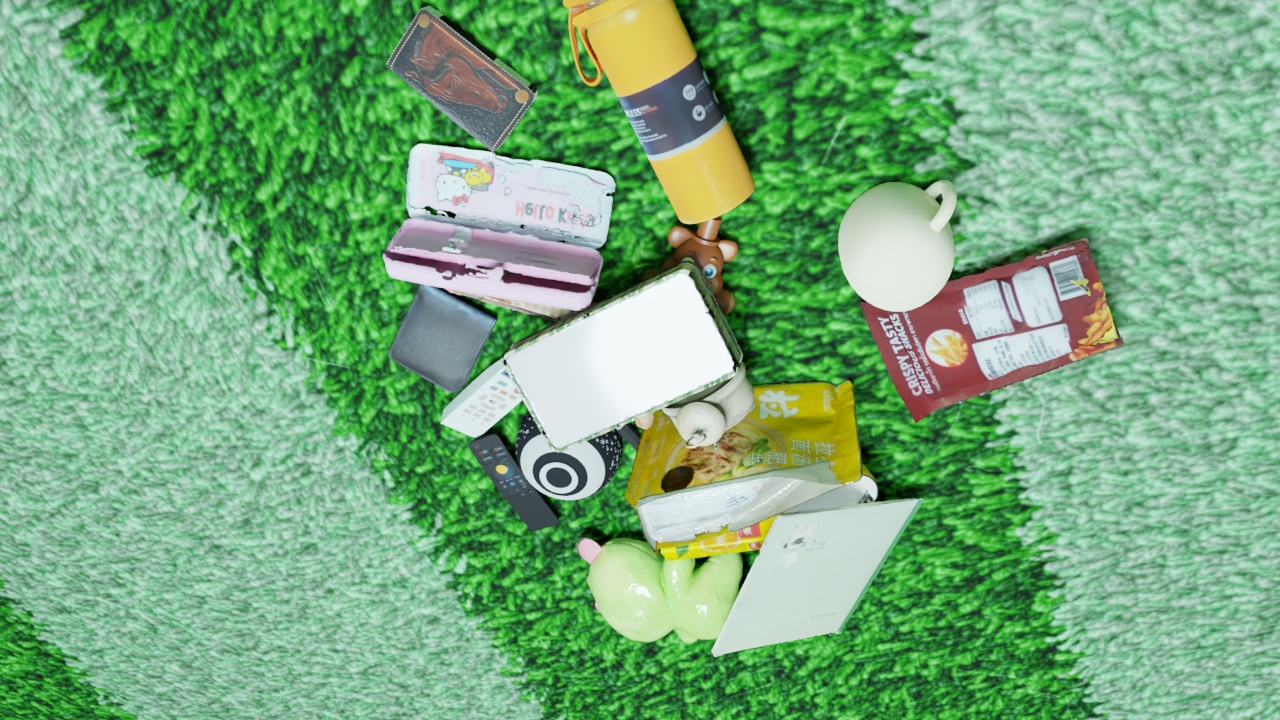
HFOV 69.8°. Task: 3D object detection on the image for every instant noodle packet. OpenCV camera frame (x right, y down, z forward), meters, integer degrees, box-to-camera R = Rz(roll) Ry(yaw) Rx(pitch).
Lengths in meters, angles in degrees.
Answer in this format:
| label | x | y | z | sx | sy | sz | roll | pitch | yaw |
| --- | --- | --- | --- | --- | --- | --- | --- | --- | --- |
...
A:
| label | x | y | z | sx | sy | sz | roll | pitch | yaw |
| --- | --- | --- | --- | --- | --- | --- | --- | --- | --- |
| instant noodle packet | 0.108 | 0.092 | 0.916 | 0.222 | 0.162 | 0.084 | -17 | 116 | 19 |

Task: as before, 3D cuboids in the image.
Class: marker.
| label | x | y | z | sx | sy | sz | roll | pitch | yaw |
| --- | --- | --- | --- | --- | --- | --- | --- | --- | --- |
| marker | 0.018 | 0.114 | 1.030 | 0.124 | 0.017 | 0.021 | 47 | 162 | -19 |

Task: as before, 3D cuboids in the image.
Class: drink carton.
| label | x | y | z | sx | sy | sz | roll | pitch | yaw |
| --- | --- | --- | --- | --- | --- | --- | --- | --- | --- |
| drink carton | 0.090 | 0.186 | 1.029 | 0.135 | 0.058 | 0.043 | -10 | 152 | 9 |

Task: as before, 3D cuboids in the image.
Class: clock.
| label | x | y | z | sx | sy | sz | roll | pitch | yaw |
| --- | --- | --- | --- | --- | --- | --- | --- | --- | --- |
| clock | 0.065 | 0.048 | 0.893 | 0.093 | 0.140 | 0.054 | -21 | 112 | 23 |

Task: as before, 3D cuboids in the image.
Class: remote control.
| label | x | y | z | sx | sy | sz | roll | pitch | yaw |
| --- | --- | --- | --- | --- | --- | --- | --- | --- | --- |
| remote control | -0.145 | 0.142 | 1.068 | 0.041 | 0.020 | 0.152 | -19 | 123 | 17 |
| remote control | -0.160 | 0.035 | 1.003 | 0.049 | 0.024 | 0.144 | 29 | 126 | -35 |

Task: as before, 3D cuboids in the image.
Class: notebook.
| label | x | y | z | sx | sy | sz | roll | pitch | yaw |
| --- | --- | --- | --- | --- | --- | --- | --- | --- | --- |
| notebook | 0.194 | 0.245 | 1.028 | 0.181 | 0.010 | 0.253 | -3 | 132 | -23 |

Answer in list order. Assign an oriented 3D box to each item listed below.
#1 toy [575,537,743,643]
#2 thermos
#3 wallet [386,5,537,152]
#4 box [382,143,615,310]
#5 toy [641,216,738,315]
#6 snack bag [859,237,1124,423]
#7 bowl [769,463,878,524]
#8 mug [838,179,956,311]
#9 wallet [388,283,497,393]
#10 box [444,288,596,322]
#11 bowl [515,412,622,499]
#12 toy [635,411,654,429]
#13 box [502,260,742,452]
| label | x | y | z | sx | sy | sz | roll | pitch | yaw |
| --- | --- | --- | --- | --- | --- | --- | --- | --- | --- |
| toy | 0.027 | 0.277 | 1.088 | 0.197 | 0.107 | 0.150 | -6 | 122 | 3 |
| thermos | 0.011 | -0.229 | 0.775 | 0.091 | 0.076 | 0.233 | -35 | 116 | -12 |
| wallet | -0.161 | -0.253 | 0.829 | 0.123 | 0.019 | 0.072 | 37 | 117 | -13 |
| box | -0.132 | -0.122 | 0.875 | 0.201 | 0.146 | 0.077 | 10 | 163 | 3 |
| toy | 0.051 | -0.077 | 0.879 | 0.095 | 0.065 | 0.128 | 15 | 118 | -6 |
| snack bag | 0.329 | -0.027 | 0.863 | 0.208 | 0.066 | 0.139 | -22 | 111 | 24 |
| bowl | 0.184 | 0.135 | 0.975 | 0.117 | 0.067 | 0.117 | -13 | 136 | -13 |
| mug | 0.233 | -0.103 | 0.806 | 0.096 | 0.099 | 0.120 | 32 | 122 | -11 |
| wallet | -0.214 | -0.022 | 0.981 | 0.089 | 0.026 | 0.115 | 28 | 122 | -6 |
| box | -0.115 | -0.062 | 0.920 | 0.187 | 0.082 | 0.041 | 17 | 97 | 2 |
| bowl | -0.084 | 0.110 | 1.017 | 0.120 | 0.066 | 0.120 | 5 | 123 | 7 |
| toy | -0.005 | 0.006 | 0.935 | 0.085 | 0.074 | 0.106 | 25 | 108 | -7 |
| box | -0.017 | -0.003 | 0.864 | 0.206 | 0.051 | 0.117 | -26 | 100 | 15 |
